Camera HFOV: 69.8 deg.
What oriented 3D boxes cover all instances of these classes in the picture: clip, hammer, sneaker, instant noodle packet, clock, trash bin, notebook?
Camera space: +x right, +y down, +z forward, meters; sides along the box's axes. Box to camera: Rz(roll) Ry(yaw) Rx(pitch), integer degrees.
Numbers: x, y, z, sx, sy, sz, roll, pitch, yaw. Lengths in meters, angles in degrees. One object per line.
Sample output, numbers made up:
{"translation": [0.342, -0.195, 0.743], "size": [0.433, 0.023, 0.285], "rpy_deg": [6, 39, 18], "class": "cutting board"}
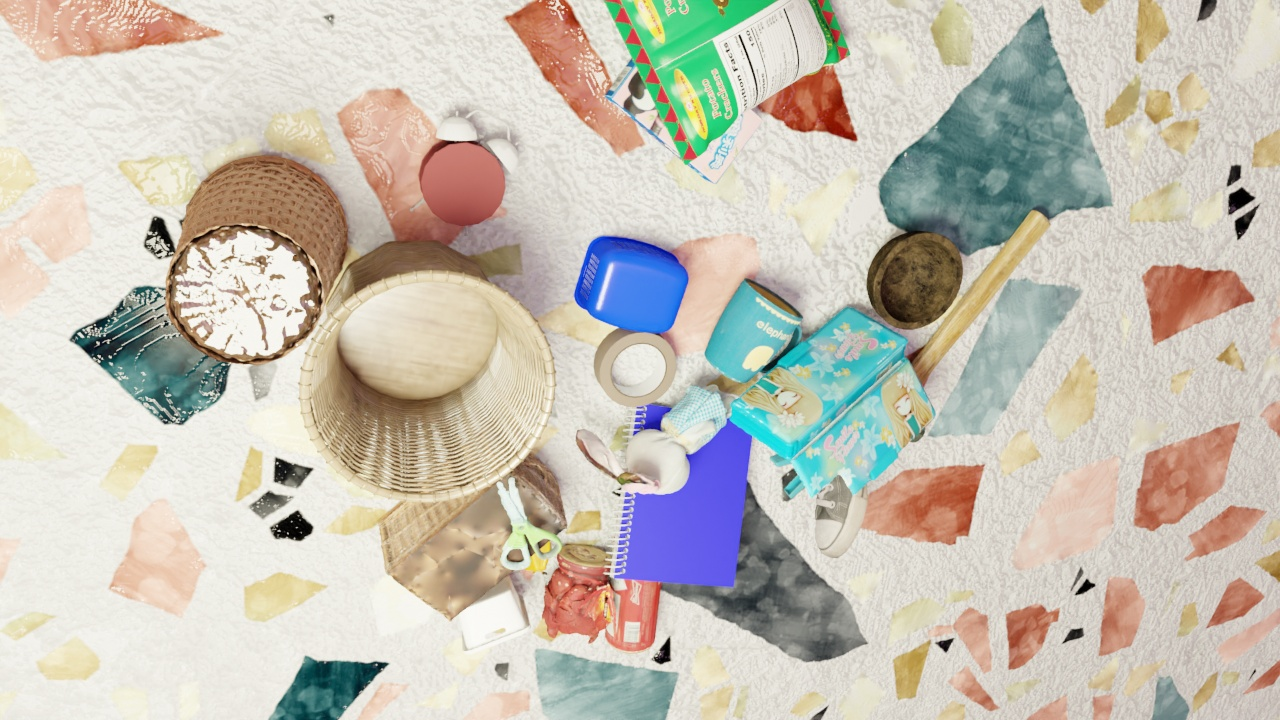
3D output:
{"translation": [0.228, 0.114, 1.202], "size": [0.126, 0.028, 0.113], "rpy_deg": [-21, 118, -8], "class": "clip"}
{"translation": [0.412, -0.053, 1.190], "size": [0.132, 0.033, 0.331], "rpy_deg": [33, 98, -26], "class": "hammer"}
{"translation": [0.208, 0.122, 1.129], "size": [0.119, 0.095, 0.234], "rpy_deg": [5, 85, -16], "class": "sneaker"}
{"translation": [0.091, -0.342, 0.914], "size": [0.252, 0.090, 0.195], "rpy_deg": [-37, 111, -23], "class": "instant noodle packet"}
{"translation": [-0.177, -0.191, 0.931], "size": [0.087, 0.044, 0.125], "rpy_deg": [23, 103, -25], "class": "clock"}
{"translation": [-0.339, -0.093, 0.825], "size": [0.151, 0.210, 0.151], "rpy_deg": [-7, 113, -16], "class": "trash bin"}
{"translation": [0.049, 0.166, 1.123], "size": [0.171, 0.022, 0.209], "rpy_deg": [9, 85, -21], "class": "notebook"}

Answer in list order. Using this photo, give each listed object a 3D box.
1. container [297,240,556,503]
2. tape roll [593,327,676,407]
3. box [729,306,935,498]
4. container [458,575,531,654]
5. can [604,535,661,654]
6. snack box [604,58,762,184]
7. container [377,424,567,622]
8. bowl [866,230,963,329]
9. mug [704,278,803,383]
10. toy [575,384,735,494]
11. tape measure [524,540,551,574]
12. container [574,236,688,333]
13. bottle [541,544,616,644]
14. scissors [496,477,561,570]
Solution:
{"translation": [-0.214, -0.005, 0.909], "size": [0.226, 0.196, 0.227], "rpy_deg": [-7, 113, -16], "class": "container"}
{"translation": [-0.006, 0.006, 1.076], "size": [0.093, 0.030, 0.094], "rpy_deg": [-7, 113, -16], "class": "tape roll"}
{"translation": [0.237, 0.051, 1.067], "size": [0.226, 0.074, 0.180], "rpy_deg": [-37, 78, -28], "class": "box"}
{"translation": [-0.180, 0.293, 1.091], "size": [0.080, 0.129, 0.049], "rpy_deg": [-19, 96, -10], "class": "container"}
{"translation": [-0.007, 0.290, 1.172], "size": [0.067, 0.067, 0.170], "rpy_deg": [-2, 112, -18], "class": "can"}
{"translation": [0.048, -0.269, 0.978], "size": [0.154, 0.033, 0.088], "rpy_deg": [34, 97, -27], "class": "snack box"}
{"translation": [-0.190, 0.184, 1.043], "size": [0.198, 0.112, 0.114], "rpy_deg": [-41, 118, 3], "class": "container"}
{"translation": [0.326, -0.104, 1.125], "size": [0.121, 0.056, 0.121], "rpy_deg": [-7, 113, -16], "class": "bowl"}
{"translation": [0.139, -0.026, 1.084], "size": [0.112, 0.084, 0.104], "rpy_deg": [22, 110, -36], "class": "mug"}
{"translation": [0.034, 0.096, 1.072], "size": [0.204, 0.131, 0.106], "rpy_deg": [-33, 134, -30], "class": "toy"}
{"translation": [-0.126, 0.225, 1.110], "size": [0.030, 0.059, 0.068], "rpy_deg": [3, 78, -17], "class": "tape measure"}
{"translation": [-0.007, -0.081, 1.023], "size": [0.114, 0.058, 0.096], "rpy_deg": [12, 107, -22], "class": "container"}
{"translation": [-0.073, 0.294, 1.133], "size": [0.099, 0.099, 0.111], "rpy_deg": [9, 99, -21], "class": "bottle"}
{"translation": [-0.120, 0.167, 0.949], "size": [0.072, 0.033, 0.176], "rpy_deg": [-14, 144, -7], "class": "scissors"}
